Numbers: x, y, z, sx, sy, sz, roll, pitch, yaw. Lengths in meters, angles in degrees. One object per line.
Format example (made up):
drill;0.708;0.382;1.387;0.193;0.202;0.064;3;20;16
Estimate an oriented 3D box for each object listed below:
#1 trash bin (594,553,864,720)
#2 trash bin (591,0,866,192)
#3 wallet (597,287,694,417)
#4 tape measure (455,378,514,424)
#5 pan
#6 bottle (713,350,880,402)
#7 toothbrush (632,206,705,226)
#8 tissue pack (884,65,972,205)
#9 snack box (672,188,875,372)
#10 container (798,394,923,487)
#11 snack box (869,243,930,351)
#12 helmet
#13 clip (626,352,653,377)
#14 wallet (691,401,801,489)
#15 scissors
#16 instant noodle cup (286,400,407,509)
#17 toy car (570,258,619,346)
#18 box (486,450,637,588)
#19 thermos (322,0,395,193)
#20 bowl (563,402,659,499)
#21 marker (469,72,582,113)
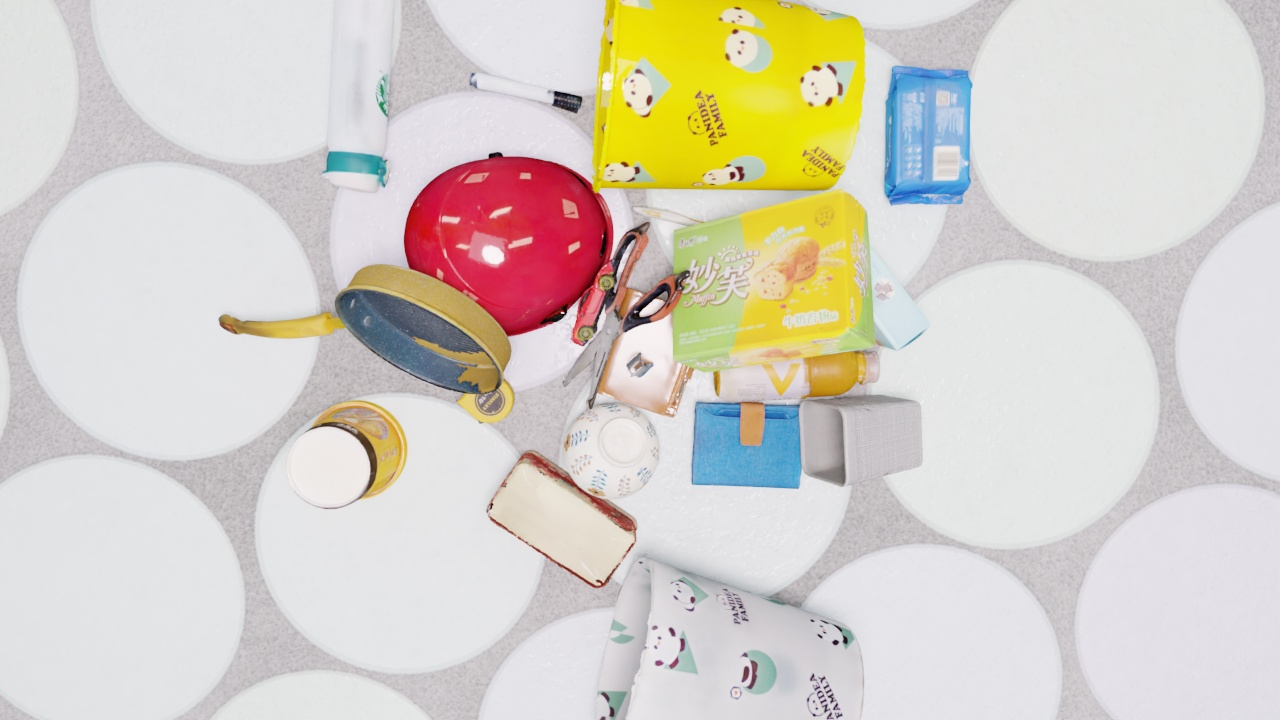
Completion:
trash bin;0.096;0.360;1.033;0.252;0.229;0.229;16;95;-7
trash bin;0.084;-0.281;0.968;0.255;0.229;0.229;4;96;-6
wallet;0.013;-0.008;1.083;0.108;0.031;0.132;18;97;-1
tape measure;-0.178;0.045;1.088;0.057;0.029;0.060;43;94;-3
pan;-0.314;-0.033;1.022;0.358;0.198;0.078;13;61;20
bottle;0.181;0.012;1.068;0.189;0.068;0.068;-2;96;-1
toothbrush;0.084;-0.161;1.077;0.191;0.016;0.018;12;84;-2
tissue pack;0.327;-0.256;1.051;0.095;0.052;0.157;-1;96;-3
snack box;0.137;-0.079;0.986;0.210;0.070;0.157;-9;73;32
container;0.256;0.086;1.055;0.114;0.090;0.090;-7;98;-22
snack box;0.254;-0.093;1.055;0.051;0.074;0.175;-38;95;2
helmet;-0.148;-0.133;1.016;0.240;0.144;0.207;-21;93;0
clip;-0.004;0.007;1.042;0.027;0.058;0.045;-40;91;10
wallet;0.128;0.101;1.093;0.133;0.040;0.106;3;100;-2
scissors;-0.023;-0.053;1.053;0.227;0.015;0.188;-28;58;36
instant noodle cup;-0.339;0.112;1.050;0.118;0.114;0.118;0;96;0
toy car;-0.051;-0.067;1.037;0.031;0.049;0.106;25;100;-1
box;-0.090;0.186;1.077;0.168;0.080;0.091;34;95;-4
thermos;-0.313;-0.303;1.032;0.073;0.073;0.224;5;96;-1
bowl;-0.027;0.100;1.057;0.113;0.062;0.113;5;73;-17
marker;-0.132;-0.309;1.058;0.130;0.018;0.023;11;105;-2
